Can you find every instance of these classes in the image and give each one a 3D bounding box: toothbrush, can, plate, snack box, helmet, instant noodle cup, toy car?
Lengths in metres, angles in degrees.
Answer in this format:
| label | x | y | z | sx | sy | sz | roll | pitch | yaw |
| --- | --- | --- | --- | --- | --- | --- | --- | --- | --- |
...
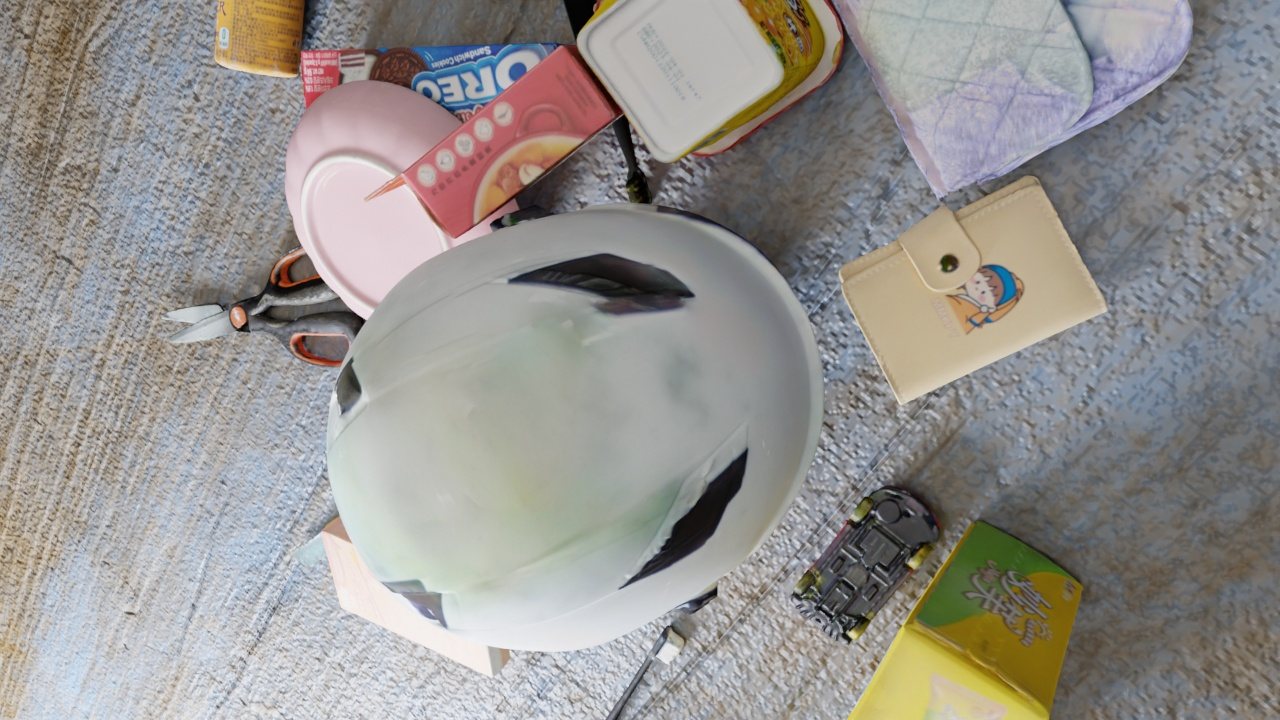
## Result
| label | x | y | z | sx | sy | sz | roll | pitch | yaw |
| --- | --- | --- | --- | --- | --- | --- | --- | --- | --- |
| toothbrush | -0.017 | 0.259 | 0.662 | 0.018 | 0.015 | 0.181 | 34 | 113 | 8 |
| toothbrush | -0.027 | -0.190 | 0.542 | 0.026 | 0.027 | 0.213 | -9 | 112 | 20 |
| can | -0.269 | -0.280 | 0.655 | 0.058 | 0.058 | 0.146 | 19 | 108 | 23 |
| plate | -0.167 | -0.087 | 0.617 | 0.192 | 0.038 | 0.193 | 15 | 128 | 20 |
| snack box | 0.145 | 0.206 | 0.487 | 0.070 | 0.157 | 0.210 | 30 | 113 | 23 |
| helmet | -0.052 | 0.038 | 0.447 | 0.259 | 0.145 | 0.229 | -20 | 91 | 29 |
| snack box | -0.070 | -0.113 | 0.493 | 0.127 | 0.113 | 0.044 | -33 | 103 | 15 |
| snack box | -0.173 | 0.179 | 0.703 | 0.157 | 0.026 | 0.085 | 15 | 125 | 26 |
| instant noodle cup | 0.032 | -0.165 | 0.473 | 0.116 | 0.123 | 0.116 | -31 | 104 | 27 |
| snack box | -0.126 | -0.177 | 0.604 | 0.208 | 0.058 | 0.057 | 8 | 107 | 25 |
| toy car | 0.135 | 0.120 | 0.546 | 0.049 | 0.031 | 0.106 | 37 | 116 | 15 |

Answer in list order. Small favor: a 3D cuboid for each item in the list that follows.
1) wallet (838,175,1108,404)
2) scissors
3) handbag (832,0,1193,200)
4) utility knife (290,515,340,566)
| label | x | y | z | sx | sy | sz | roll | pitch | yaw |
| --- | --- | --- | --- | --- | --- | --- | --- | --- | --- |
| wallet | 0.172 | -0.040 | 0.487 | 0.115 | 0.024 | 0.087 | -27 | 82 | 17 |
| scissors | -0.313 | -0.023 | 0.751 | 0.234 | 0.021 | 0.162 | -33 | 85 | 28 |
| handbag | 0.162 | -0.192 | 0.443 | 0.134 | 0.075 | 0.194 | -29 | 86 | 29 |
| utility knife | -0.218 | 0.121 | 0.736 | 0.207 | 0.015 | 0.033 | -33 | 86 | 29 |
